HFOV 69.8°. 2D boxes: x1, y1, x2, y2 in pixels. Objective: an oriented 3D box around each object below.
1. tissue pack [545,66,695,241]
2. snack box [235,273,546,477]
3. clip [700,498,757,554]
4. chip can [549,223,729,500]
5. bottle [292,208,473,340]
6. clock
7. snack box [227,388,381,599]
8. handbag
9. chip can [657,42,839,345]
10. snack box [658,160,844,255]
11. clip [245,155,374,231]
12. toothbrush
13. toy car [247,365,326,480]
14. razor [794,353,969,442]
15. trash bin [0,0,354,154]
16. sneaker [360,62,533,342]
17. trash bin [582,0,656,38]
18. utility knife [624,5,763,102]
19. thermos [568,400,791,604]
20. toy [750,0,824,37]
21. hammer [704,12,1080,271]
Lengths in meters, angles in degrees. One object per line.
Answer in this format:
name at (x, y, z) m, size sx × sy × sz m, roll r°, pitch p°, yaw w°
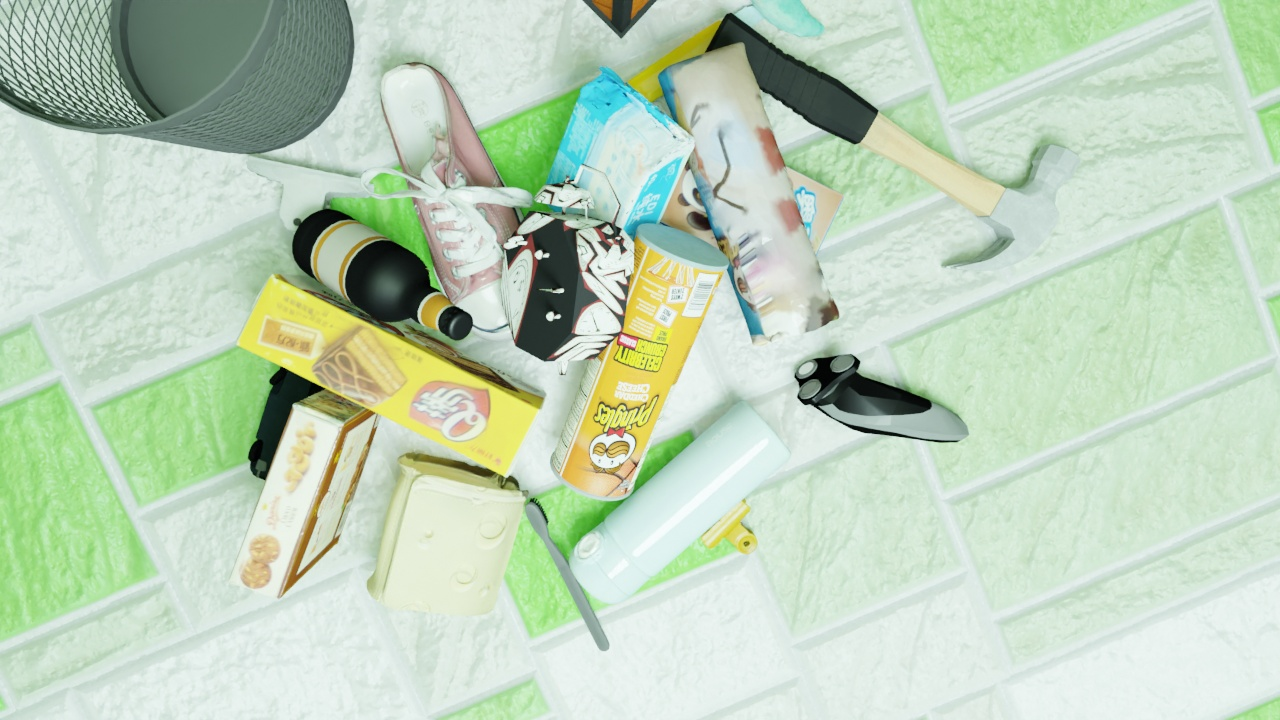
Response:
tissue pack at (-0.018, -0.148, 0.721) m, size 0.061 × 0.145 × 0.093 m, roll -27°, pitch 67°, yaw -39°
snack box at (-0.192, 0.009, 0.743) m, size 0.230 × 0.110 × 0.062 m, roll 27°, pitch 93°, yaw -5°
clip at (0.081, 0.149, 0.816) m, size 0.054 × 0.045 × 0.049 m, roll -46°, pitch 138°, yaw 1°
chip can at (-0.004, 0.004, 0.735) m, size 0.075 × 0.075 × 0.215 m, roll 20°, pitch 113°, yaw -4°
bottle at (-0.196, -0.061, 0.712) m, size 0.182 × 0.059 × 0.059 m, roll 29°, pitch 95°, yaw 32°
clock at (-0.059, -0.072, 0.685) m, size 0.065 × 0.114 × 0.155 m, roll -4°, pitch 131°, yaw -37°
snack box at (-0.258, 0.096, 0.731) m, size 0.041 × 0.147 × 0.143 m, roll 21°, pitch 95°, yaw -4°
handbag at (-0.162, 0.145, 0.774) m, size 0.111 × 0.081 × 0.119 m, roll 14°, pitch 92°, yaw -18°
chip can at (0.085, -0.128, 0.721) m, size 0.080 × 0.080 × 0.229 m, roll -21°, pitch 97°, yaw 0°
snack box at (0.084, -0.132, 0.778) m, size 0.151 × 0.034 × 0.087 m, roll 24°, pitch 95°, yaw -5°
clip at (-0.280, -0.134, 0.777) m, size 0.102 × 0.050 × 0.058 m, roll 12°, pitch 102°, yaw -3°
toothbrush at (-0.062, 0.189, 0.797) m, size 0.013 × 0.013 × 0.167 m, roll -17°, pitch 111°, yaw 16°
toy car at (-0.299, 0.051, 0.781) m, size 0.046 × 0.034 × 0.112 m, roll 20°, pitch 98°, yaw -3°
razor at (0.211, 0.040, 0.792) m, size 0.156 × 0.057 × 0.060 m, roll 25°, pitch 123°, yaw -12°
trash bin at (-0.327, -0.256, 0.652) m, size 0.218 × 0.227 × 0.218 m, roll 0°, pitch 96°, yaw -2°
sneaker at (-0.148, -0.128, 0.741) m, size 0.118 × 0.088 × 0.241 m, roll -22°, pitch 98°, yaw 0°
trash bin at (-0.015, -0.362, 0.681) m, size 0.139 × 0.172 × 0.140 m, roll 43°, pitch 92°, yaw -6°
utility knife at (0.031, -0.245, 0.773) m, size 0.179 × 0.017 × 0.030 m, roll -34°, pitch 101°, yaw 1°
thermos at (0.031, 0.124, 0.785) m, size 0.207 × 0.065 × 0.078 m, roll -41°, pitch 136°, yaw 2°
toy at (0.123, -0.326, 0.762) m, size 0.085 × 0.033 × 0.105 m, roll 10°, pitch 95°, yaw -14°
hammer at (0.203, -0.187, 0.770) m, size 0.328 × 0.039 × 0.131 m, roll 29°, pitch 96°, yaw -7°
